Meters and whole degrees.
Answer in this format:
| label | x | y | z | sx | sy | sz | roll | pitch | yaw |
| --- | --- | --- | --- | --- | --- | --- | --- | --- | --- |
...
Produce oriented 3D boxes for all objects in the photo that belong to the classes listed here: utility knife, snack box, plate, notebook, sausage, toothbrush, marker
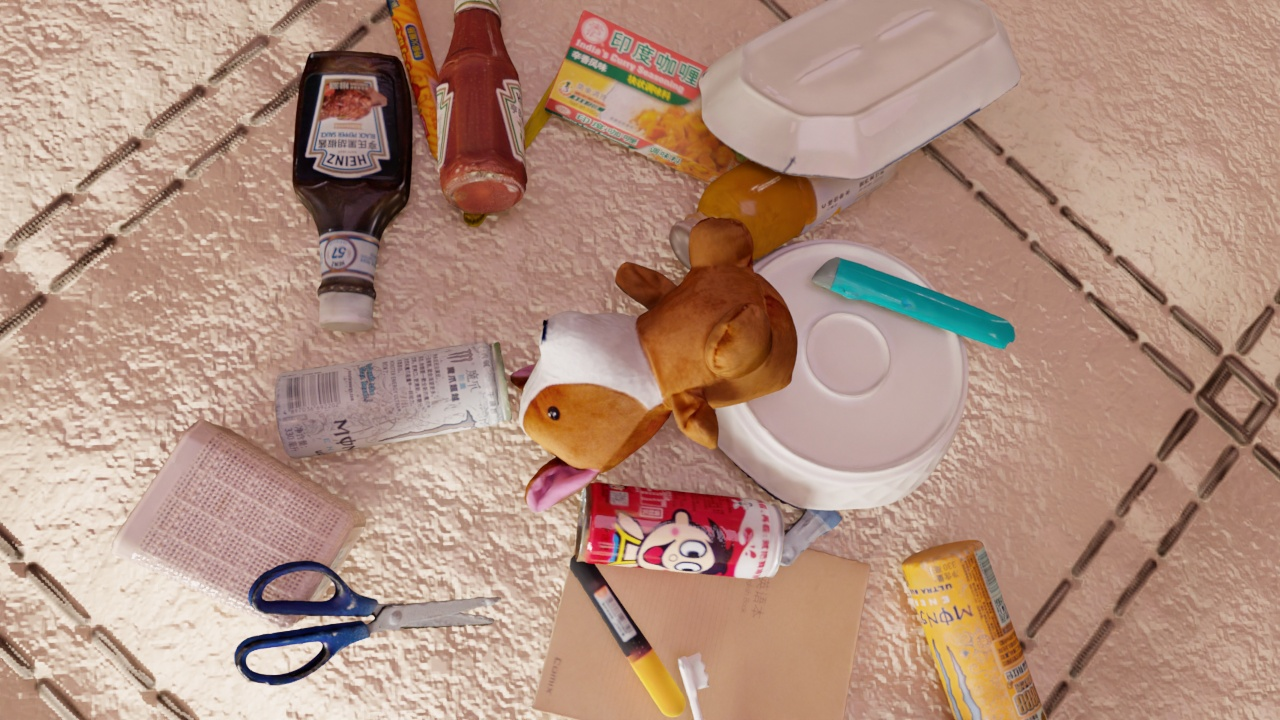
| label | x | y | z | sx | sy | sz | roll | pitch | yaw |
| --- | --- | --- | --- | --- | --- | --- | --- | --- | --- |
| utility knife | 0.192 | -0.040 | 0.643 | 0.151 | 0.013 | 0.029 | 20 | 72 | -4 |
| snack box | 0.014 | -0.192 | 0.686 | 0.155 | 0.027 | 0.077 | 22 | 77 | -10 |
| plate | 0.164 | -0.219 | 0.667 | 0.265 | 0.034 | 0.162 | -32 | 58 | -24 |
| notebook | 0.046 | 0.188 | 0.632 | 0.211 | 0.012 | 0.149 | 16 | 76 | -5 |
| sausage | -0.163 | -0.218 | 0.677 | 0.021 | 0.021 | 0.165 | -16 | 81 | -11 |
| toothbrush | 0.054 | 0.280 | 0.601 | 0.016 | 0.016 | 0.180 | -14 | 89 | -11 |
| plate | 0.140 | 0.002 | 0.652 | 0.205 | 0.046 | 0.204 | 3 | 70 | -7 |
| toothbrush | -0.078 | -0.179 | 0.683 | 0.015 | 0.017 | 0.190 | 31 | 76 | 0 |
| marker | -0.010 | 0.182 | 0.612 | 0.018 | 0.015 | 0.124 | -32 | 81 | -16 |

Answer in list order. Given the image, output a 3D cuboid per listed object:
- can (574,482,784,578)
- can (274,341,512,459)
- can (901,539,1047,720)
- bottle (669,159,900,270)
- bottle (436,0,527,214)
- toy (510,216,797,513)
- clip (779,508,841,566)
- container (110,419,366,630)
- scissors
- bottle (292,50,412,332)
| label | x | y | z | sx | sy | sz | roll | pitch | yaw |
| --- | --- | --- | --- | --- | --- | --- | --- | --- | --- |
| can | 0.025 | 0.114 | 0.612 | 0.132 | 0.053 | 0.053 | 7 | 78 | -7 |
| can | -0.162 | 0.025 | 0.610 | 0.146 | 0.058 | 0.058 | -9 | 80 | -10 |
| can | 0.231 | 0.200 | 0.630 | 0.058 | 0.058 | 0.146 | -16 | 81 | -11 |
| bottle | 0.104 | -0.122 | 0.658 | 0.189 | 0.068 | 0.068 | -32 | 85 | -22 |
| bottle | -0.115 | -0.205 | 0.657 | 0.059 | 0.060 | 0.205 | -2 | 69 | -9 |
| toy | -0.003 | 0.003 | 0.581 | 0.130 | 0.200 | 0.140 | 40 | 31 | -36 |
| clip | 0.113 | 0.122 | 0.644 | 0.058 | 0.045 | 0.027 | -37 | 83 | -15 |
| container | -0.240 | 0.105 | 0.569 | 0.111 | 0.090 | 0.090 | 30 | 76 | -4 |
| scissors | -0.162 | 0.167 | 0.561 | 0.124 | 0.012 | 0.173 | -56 | 130 | -14 |
| bottle | -0.202 | -0.118 | 0.641 | 0.080 | 0.044 | 0.194 | 1 | 80 | -7 |
